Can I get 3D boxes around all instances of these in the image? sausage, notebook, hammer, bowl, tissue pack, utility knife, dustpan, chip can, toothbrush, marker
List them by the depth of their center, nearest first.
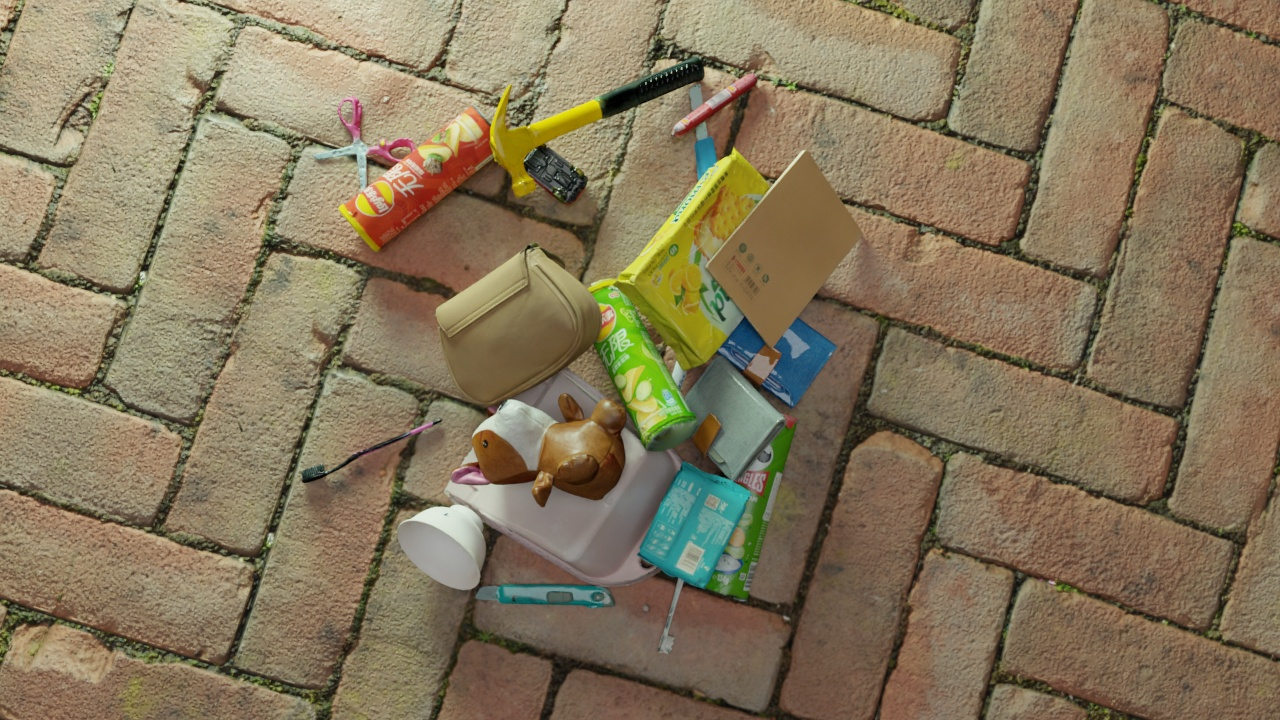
[{"bbox_3d":[0.063,0.195,1.094,0.093,0.050,0.133,27,92,8],"label":"tissue pack"},{"bbox_3d":[-0.007,0.006,1.113,0.072,0.073,0.221,-26,65,-4],"label":"chip can"},{"bbox_3d":[-0.230,0.216,1.123,0.118,0.119,0.064,36,48,1],"label":"bowl"},{"bbox_3d":[0.133,0.176,1.144,0.072,0.072,0.236,16,86,-1],"label":"chip can"},{"bbox_3d":[0.185,-0.139,1.149,0.207,0.008,0.148,-50,118,-15],"label":"notebook"},{"bbox_3d":[-0.119,0.296,1.154,0.176,0.013,0.029,2,85,-2],"label":"utility knife"},{"bbox_3d":[-0.273,-0.229,1.157,0.216,0.073,0.073,-39,88,-4],"label":"chip can"},{"bbox_3d":[-0.340,0.111,1.160,0.189,0.014,0.017,-24,75,-4],"label":"toothbrush"},{"bbox_3d":[0.054,0.283,1.161,0.016,0.016,0.180,17,86,-9],"label":"toothbrush"},{"bbox_3d":[-0.052,-0.320,1.163,0.300,0.033,0.129,-26,104,-16],"label":"hammer"},{"bbox_3d":[0.044,0.035,1.168,0.018,0.022,0.130,8,71,36],"label":"marker"},{"bbox_3d":[-0.076,0.159,1.169,0.273,0.139,0.222,34,86,29],"label":"dustpan"},{"bbox_3d":[0.096,-0.333,1.195,0.155,0.020,0.020,-37,88,-15],"label":"sausage"},{"bbox_3d":[0.088,-0.257,1.200,0.034,0.018,0.218,-7,86,-15],"label":"utility knife"}]

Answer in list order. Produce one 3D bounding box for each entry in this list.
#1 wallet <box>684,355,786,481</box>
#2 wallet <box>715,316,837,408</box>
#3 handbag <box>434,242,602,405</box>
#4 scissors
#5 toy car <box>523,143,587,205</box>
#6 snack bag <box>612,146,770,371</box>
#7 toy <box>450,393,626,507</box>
[{"bbox_3d":[0.104,0.071,1.126,0.107,0.037,0.129,-53,51,14],"label":"wallet"},{"bbox_3d":[0.171,-0.016,1.178,0.133,0.040,0.106,37,81,2],"label":"wallet"},{"bbox_3d":[-0.149,-0.041,1.117,0.205,0.099,0.148,-29,92,26],"label":"handbag"},{"bbox_3d":[-0.359,-0.279,1.187,0.133,0.017,0.134,-9,90,1],"label":"scissors"},{"bbox_3d":[-0.120,-0.247,1.184,0.106,0.031,0.049,36,84,-5],"label":"toy car"},{"bbox_3d":[0.085,-0.128,1.138,0.246,0.068,0.158,-50,118,-13],"label":"snack bag"},{"bbox_3d":[-0.119,0.098,1.065,0.200,0.139,0.130,1,129,32],"label":"toy"}]
